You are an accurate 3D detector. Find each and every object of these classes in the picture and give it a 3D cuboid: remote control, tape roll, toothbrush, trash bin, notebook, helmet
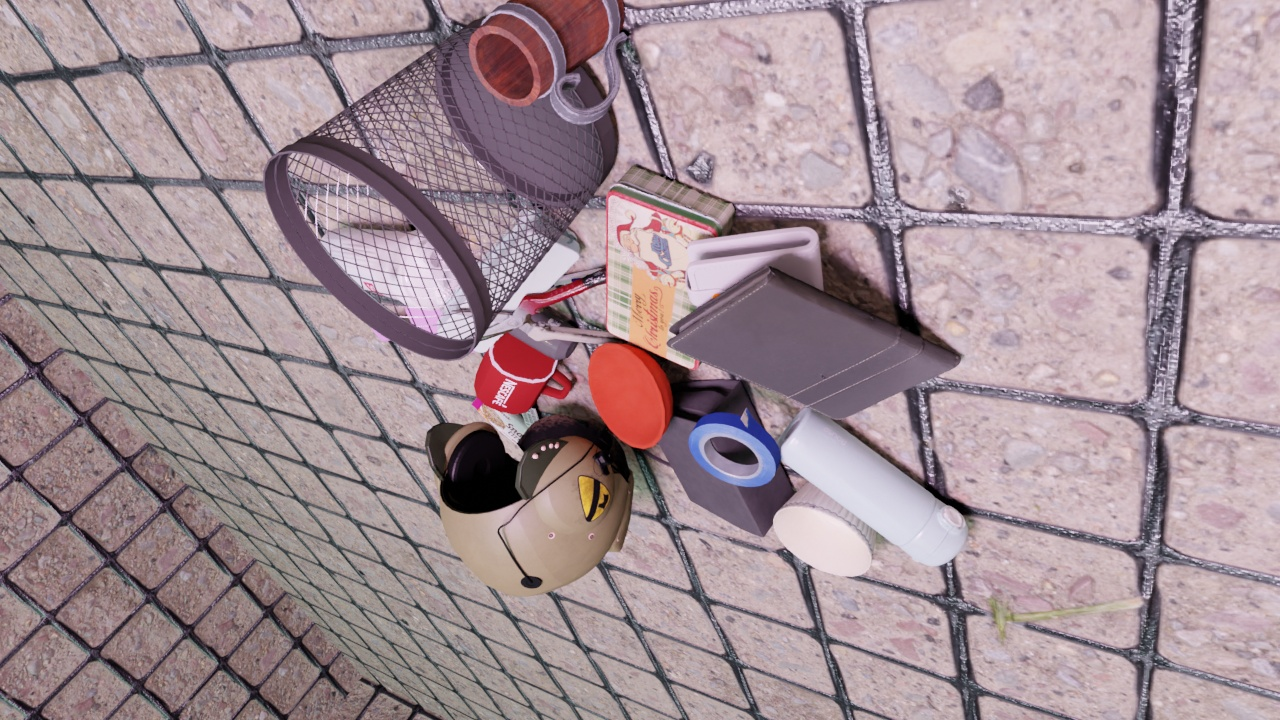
[{"bbox_3d":[-0.156,0.050,1.251,0.028,0.011,0.124,19,142,26],"label":"remote control"},{"bbox_3d":[0.096,0.092,0.941,0.093,0.016,0.091,-18,119,43],"label":"tape roll"},{"bbox_3d":[-0.103,-0.089,1.034,0.187,0.015,0.016,-1,136,42],"label":"toothbrush"},{"bbox_3d":[-0.162,-0.156,0.804,0.218,0.226,0.218,27,149,18],"label":"trash bin"},{"bbox_3d":[0.149,-0.009,0.824,0.209,0.029,0.170,25,151,-21],"label":"notebook"},{"bbox_3d":[-0.118,0.152,1.101,0.251,0.254,0.233,4,132,40],"label":"helmet"}]

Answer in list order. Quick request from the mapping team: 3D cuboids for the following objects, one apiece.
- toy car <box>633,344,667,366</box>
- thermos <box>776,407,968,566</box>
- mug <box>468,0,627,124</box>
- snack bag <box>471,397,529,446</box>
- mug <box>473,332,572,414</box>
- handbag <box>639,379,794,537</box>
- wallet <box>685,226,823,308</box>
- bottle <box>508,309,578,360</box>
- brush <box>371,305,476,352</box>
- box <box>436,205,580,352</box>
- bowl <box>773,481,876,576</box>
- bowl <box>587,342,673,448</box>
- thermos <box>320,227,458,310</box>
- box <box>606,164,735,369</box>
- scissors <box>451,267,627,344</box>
[{"bbox_3d":[-0.006,0.006,1.039,0.040,0.037,0.093,42,146,-8],"label":"toy car"},{"bbox_3d":[0.238,0.131,0.944,0.207,0.065,0.078,36,138,1],"label":"thermos"},{"bbox_3d":[-0.060,-0.246,0.720,0.117,0.110,0.082,39,146,-3],"label":"mug"},{"bbox_3d":[-0.161,0.116,1.332,0.196,0.016,0.070,41,145,-6],"label":"snack bag"},{"bbox_3d":[-0.140,0.015,1.140,0.116,0.080,0.097,18,149,-13],"label":"mug"},{"bbox_3d":[0.055,0.104,1.082,0.196,0.072,0.176,7,135,45],"label":"handbag"},{"bbox_3d":[0.103,-0.065,0.819,0.118,0.037,0.115,-6,145,12],"label":"wallet"},{"bbox_3d":[-0.127,-0.042,1.083,0.112,0.046,0.047,29,146,10],"label":"bottle"},{"bbox_3d":[-0.277,-0.052,1.210,0.229,0.043,0.089,-2,130,44],"label":"brush"},{"bbox_3d":[-0.145,-0.081,1.000,0.083,0.067,0.200,40,127,-11],"label":"box"},{"bbox_3d":[0.214,0.180,1.026,0.115,0.062,0.115,24,144,19],"label":"bowl"},{"bbox_3d":[-0.005,0.033,0.994,0.122,0.035,0.122,29,131,39],"label":"bowl"},{"bbox_3d":[-0.301,-0.117,1.119,0.221,0.099,0.099,13,140,39],"label":"thermos"},{"bbox_3d":[0.024,-0.084,0.895,0.118,0.050,0.206,27,146,16],"label":"box"},{"bbox_3d":[-0.096,-0.046,1.007,0.179,0.015,0.199,30,130,-34],"label":"scissors"}]
